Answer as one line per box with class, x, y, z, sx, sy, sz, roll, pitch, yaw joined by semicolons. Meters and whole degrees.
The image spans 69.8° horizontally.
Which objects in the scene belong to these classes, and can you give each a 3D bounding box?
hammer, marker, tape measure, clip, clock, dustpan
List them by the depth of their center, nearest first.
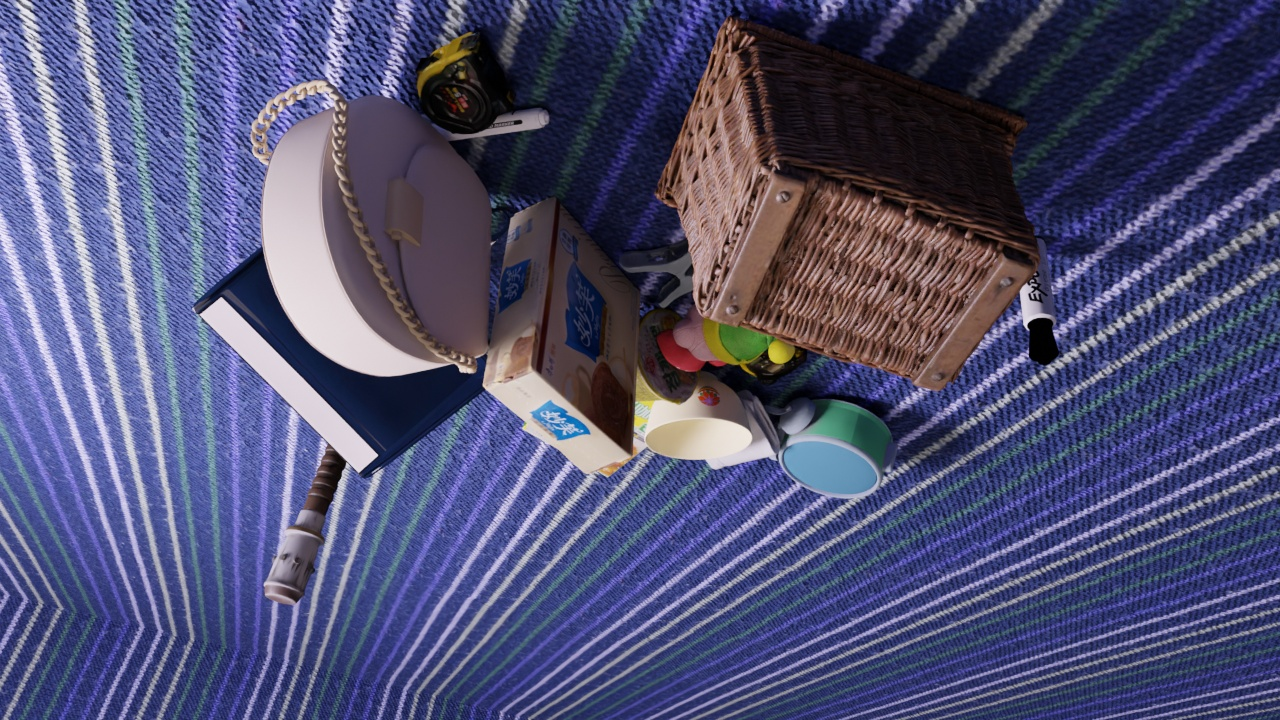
tape measure;-0.141;-0.217;0.730;0.072;0.042;0.071;-13;141;23
marker;0.335;-0.050;0.774;0.025;0.125;0.025;7;146;4
marker;-0.139;-0.196;0.778;0.134;0.017;0.020;-3;118;19
clip;0.073;-0.087;0.877;0.164;0.027;0.108;-12;138;31
dustpan;-0.237;-0.052;0.878;0.236;0.272;0.080;50;169;-18
tape measure;0.135;-0.007;0.969;0.062;0.038;0.067;28;143;-25
hammer;-0.323;0.098;0.979;0.100;0.324;0.191;31;144;-29
clock;0.210;0.093;1.074;0.161;0.075;0.122;24;147;1

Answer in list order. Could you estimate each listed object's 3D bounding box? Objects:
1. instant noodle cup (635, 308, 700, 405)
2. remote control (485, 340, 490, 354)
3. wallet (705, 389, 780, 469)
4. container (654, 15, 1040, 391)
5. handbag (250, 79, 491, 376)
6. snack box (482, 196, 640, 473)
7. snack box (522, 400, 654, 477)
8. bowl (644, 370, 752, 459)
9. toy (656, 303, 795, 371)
instant noodle cup;-0.006;0.006;0.977;0.108;0.102;0.102;-16;139;43
remote control;-0.157;-0.011;1.060;0.137;0.013;0.033;-5;144;21
wallet;0.108;0.083;1.084;0.116;0.032;0.086;-19;102;48
container;0.151;-0.103;0.661;0.250;0.182;0.163;15;130;-11
handbag;-0.206;-0.095;0.735;0.103;0.210;0.208;-11;157;24
snack box;-0.064;-0.024;0.842;0.055;0.207;0.153;-20;137;25
snack box;-0.047;0.069;1.109;0.132;0.027;0.168;32;134;-16
bowl;0.063;0.054;1.019;0.118;0.074;0.118;0;153;0
toy;0.101;-0.024;0.895;0.124;0.096;0.132;-3;160;-36
